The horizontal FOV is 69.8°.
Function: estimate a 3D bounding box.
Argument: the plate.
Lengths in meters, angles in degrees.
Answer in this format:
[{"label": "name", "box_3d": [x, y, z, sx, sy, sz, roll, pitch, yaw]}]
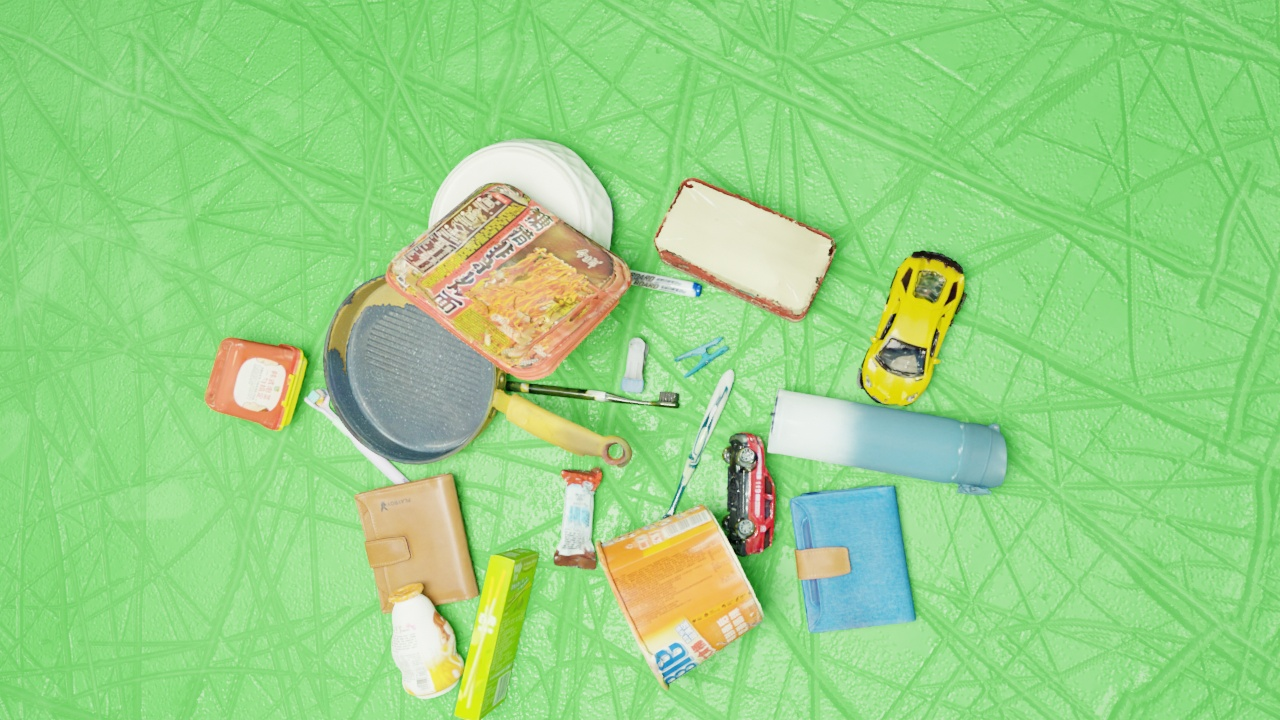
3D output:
[{"label": "plate", "box_3d": [-0.132, -0.134, 0.954, 0.205, 0.045, 0.205, 0, 89, 17]}]

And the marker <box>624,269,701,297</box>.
[{"label": "marker", "box_3d": [-0.008, -0.086, 0.957, 0.146, 0.017, 0.017, 12, 86, 10]}]

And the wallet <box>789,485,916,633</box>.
[{"label": "wallet", "box_3d": [0.203, 0.190, 0.884, 0.106, 0.040, 0.133, -7, 82, 4]}]

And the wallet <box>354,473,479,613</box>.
[{"label": "wallet", "box_3d": [-0.231, 0.190, 0.949, 0.108, 0.031, 0.132, -12, 91, 8]}]

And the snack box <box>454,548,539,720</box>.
[{"label": "snack box", "box_3d": [-0.140, 0.267, 0.906, 0.026, 0.085, 0.156, 12, 87, 11]}]

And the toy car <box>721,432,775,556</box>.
[{"label": "toy car", "box_3d": [0.106, 0.130, 0.898, 0.045, 0.053, 0.120, -1, 90, -15]}]

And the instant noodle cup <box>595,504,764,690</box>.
[{"label": "instant noodle cup", "box_3d": [0.039, 0.213, 0.857, 0.111, 0.151, 0.151, -27, 80, -3]}]

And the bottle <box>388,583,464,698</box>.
[{"label": "bottle", "box_3d": [-0.219, 0.280, 0.919, 0.063, 0.063, 0.108, -16, 98, 7]}]

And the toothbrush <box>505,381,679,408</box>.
[{"label": "toothbrush", "box_3d": [-0.051, 0.033, 0.954, 0.186, 0.012, 0.017, 6, 79, 10]}]

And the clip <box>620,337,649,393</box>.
[{"label": "clip", "box_3d": [-0.005, 0.006, 0.943, 0.024, 0.028, 0.056, 7, 82, 11]}]

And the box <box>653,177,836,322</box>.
[{"label": "box", "box_3d": [0.102, -0.109, 0.910, 0.168, 0.078, 0.091, 26, 88, 11]}]

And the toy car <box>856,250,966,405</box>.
[{"label": "toy car", "box_3d": [0.266, -0.029, 0.895, 0.071, 0.041, 0.156, 22, 89, 11]}]

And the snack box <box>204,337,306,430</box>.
[{"label": "snack box", "box_3d": [-0.407, 0.022, 0.968, 0.082, 0.080, 0.091, 10, 83, 52]}]

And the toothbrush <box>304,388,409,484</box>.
[{"label": "toothbrush", "box_3d": [-0.286, 0.098, 0.982, 0.189, 0.029, 0.021, 42, 132, 9]}]

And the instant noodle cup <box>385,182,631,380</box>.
[{"label": "instant noodle cup", "box_3d": [-0.119, -0.066, 0.859, 0.189, 0.079, 0.164, 35, 60, 16]}]

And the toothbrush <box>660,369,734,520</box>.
[{"label": "toothbrush", "box_3d": [0.054, 0.097, 0.927, 0.016, 0.018, 0.191, 23, 88, 11]}]

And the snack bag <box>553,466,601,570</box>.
[{"label": "snack bag", "box_3d": [-0.063, 0.160, 0.935, 0.045, 0.026, 0.105, 4, 85, 1]}]

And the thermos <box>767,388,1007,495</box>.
[{"label": "thermos", "box_3d": [0.233, 0.077, 0.876, 0.220, 0.070, 0.070, 10, 86, 10]}]

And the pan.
[{"label": "pan", "box_3d": [-0.164, 0.033, 0.910, 0.358, 0.078, 0.198, 17, 103, 14]}]

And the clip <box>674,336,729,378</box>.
[{"label": "clip", "box_3d": [0.064, -0.004, 0.939, 0.056, 0.014, 0.041, -29, 81, 7]}]
